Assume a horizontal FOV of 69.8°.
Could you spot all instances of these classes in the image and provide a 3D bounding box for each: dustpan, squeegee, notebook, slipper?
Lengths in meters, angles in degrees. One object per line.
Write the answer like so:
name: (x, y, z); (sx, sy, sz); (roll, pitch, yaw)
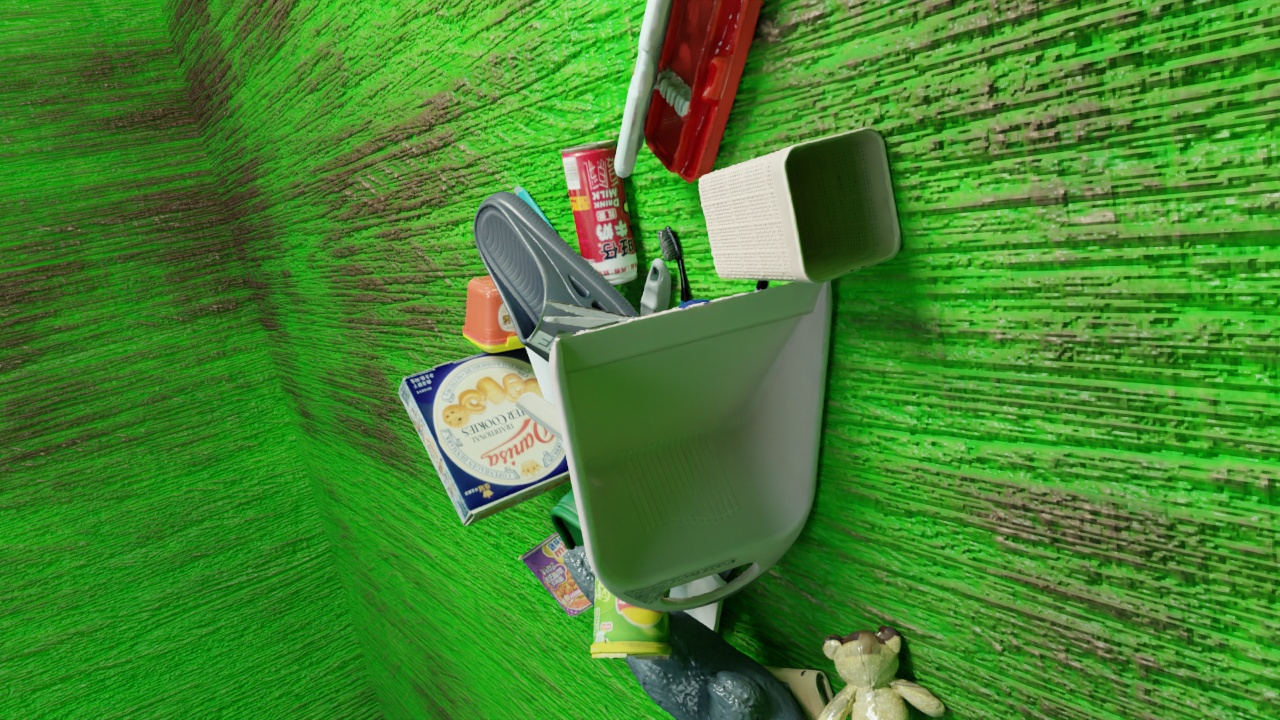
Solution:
dustpan: (0.054, 0.082, 0.721); (0.274, 0.222, 0.138); (97, 154, -57)
squeegee: (-0.005, 0.005, 0.917); (0.246, 0.039, 0.247); (33, 123, 27)
notebook: (0.034, 0.263, 1.025); (0.150, 0.012, 0.210); (43, 144, 36)
slipper: (-0.090, -0.046, 0.878); (0.268, 0.083, 0.111); (49, 138, 13)

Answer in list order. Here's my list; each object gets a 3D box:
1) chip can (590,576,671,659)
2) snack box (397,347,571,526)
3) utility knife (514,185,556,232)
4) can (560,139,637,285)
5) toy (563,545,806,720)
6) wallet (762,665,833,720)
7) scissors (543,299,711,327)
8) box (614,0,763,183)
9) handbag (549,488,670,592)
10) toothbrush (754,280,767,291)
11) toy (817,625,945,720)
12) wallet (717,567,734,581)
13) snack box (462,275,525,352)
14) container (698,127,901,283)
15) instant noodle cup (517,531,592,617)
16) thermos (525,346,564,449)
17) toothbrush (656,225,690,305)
chip can: (-0.007, 0.157, 0.837); (0.073, 0.072, 0.221); (-33, 52, 58)
snack box: (-0.164, 0.077, 1.080); (0.182, 0.177, 0.046); (60, 144, 15)
utility knife: (-0.102, -0.137, 1.021); (0.161, 0.013, 0.029); (56, 145, 22)
can: (-0.038, -0.141, 0.880); (0.053, 0.053, 0.133); (13, 118, 54)
toy: (0.067, 0.304, 0.874); (0.356, 0.091, 0.138); (29, 148, 28)
wallet: (0.153, 0.340, 0.890); (0.115, 0.024, 0.087); (-26, 80, 58)
scissors: (0.003, -0.038, 0.802); (0.129, 0.173, 0.012); (-45, 23, 33)
box: (0.020, -0.233, 0.703); (0.094, 0.091, 0.202); (51, 145, 30)
handbag: (-0.028, 0.187, 0.958); (0.120, 0.067, 0.131); (29, 151, 42)
toothbrush: (0.086, 0.006, 0.808); (0.014, 0.016, 0.189); (25, 130, 17)
toy: (0.196, 0.297, 0.748); (0.066, 0.105, 0.157); (17, -119, -74)
wallet: (0.058, 0.171, 0.945); (0.121, 0.019, 0.097); (52, 147, 25)
snack box: (-0.160, -0.060, 1.086); (0.082, 0.091, 0.080); (25, 121, 49)
container: (0.106, -0.105, 0.646); (0.111, 0.090, 0.090); (7, 113, 59)
instant noodle cup: (-0.077, 0.250, 1.122); (0.099, 0.111, 0.112); (55, 147, 7)
thermos: (-0.076, 0.029, 1.028); (0.073, 0.073, 0.224); (-18, 92, 59)
toothbrush: (0.046, -0.032, 0.849); (0.014, 0.016, 0.189); (1, 109, 59)
